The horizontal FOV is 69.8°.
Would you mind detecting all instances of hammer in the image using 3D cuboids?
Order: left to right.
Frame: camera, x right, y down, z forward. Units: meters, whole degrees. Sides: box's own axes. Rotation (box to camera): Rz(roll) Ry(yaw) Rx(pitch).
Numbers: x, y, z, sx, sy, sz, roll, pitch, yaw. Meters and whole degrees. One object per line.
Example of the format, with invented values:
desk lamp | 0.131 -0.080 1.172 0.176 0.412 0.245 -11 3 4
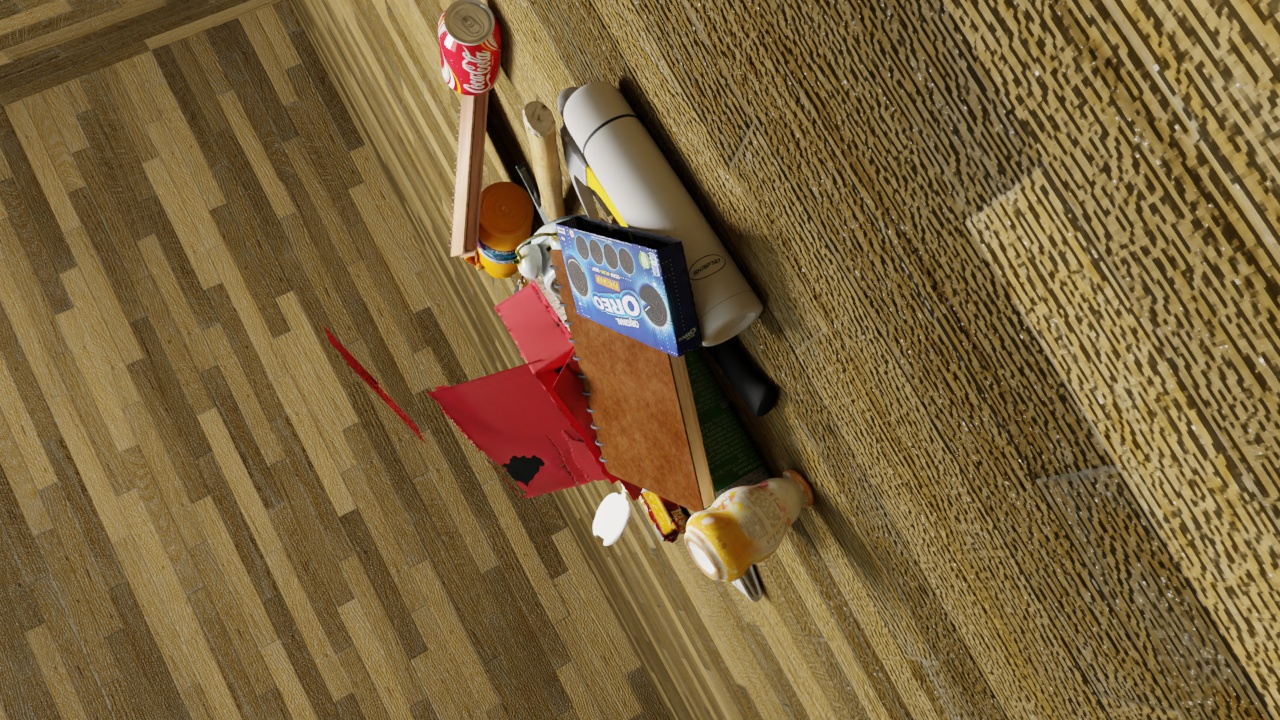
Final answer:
hammer | -0.094 -0.184 0.928 0.331 0.033 0.132 114 131 -82
hammer | 0.018 -0.085 0.791 0.323 0.029 0.127 56 165 22

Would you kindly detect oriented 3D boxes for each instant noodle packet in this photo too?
instant noodle packet | 0.023 0.188 1.271 0.135 0.039 0.099 61 167 14

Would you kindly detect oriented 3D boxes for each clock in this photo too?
clock | -0.073 -0.106 0.908 0.117 0.083 0.057 12 -123 -50

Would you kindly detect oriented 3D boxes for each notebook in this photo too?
notebook | -0.223 -0.240 1.185 0.169 0.022 0.210 -163 77 -72
notebook | -0.010 0.011 0.803 0.168 0.024 0.225 14 122 55

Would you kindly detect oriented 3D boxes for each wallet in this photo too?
wallet | 0.099 0.234 1.089 0.086 0.032 0.116 64 167 -15

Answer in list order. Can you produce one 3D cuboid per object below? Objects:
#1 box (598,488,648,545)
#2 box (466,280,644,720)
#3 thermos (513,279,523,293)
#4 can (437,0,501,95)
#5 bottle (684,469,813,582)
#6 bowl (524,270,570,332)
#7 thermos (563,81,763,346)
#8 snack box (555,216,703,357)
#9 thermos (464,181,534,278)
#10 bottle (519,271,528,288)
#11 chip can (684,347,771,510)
box | -0.022 0.133 1.114 0.083 0.143 0.137 6 126 56
box | -0.062 0.161 0.867 0.215 0.141 0.509 60 -168 -45
thermos | -0.164 -0.082 1.396 0.061 0.061 0.232 61 167 7
can | -0.181 -0.331 0.973 0.064 0.064 0.105 62 167 5
bottle | 0.090 0.131 0.751 0.063 0.109 0.063 49 159 25
bowl | -0.063 -0.062 1.031 0.145 0.063 0.145 51 171 11
thermos | 0.012 -0.116 0.694 0.224 0.052 0.052 59 166 16
snack box | -0.012 -0.059 0.691 0.150 0.027 0.082 24 132 55
thermos | -0.202 -0.177 1.297 0.233 0.091 0.076 133 150 -76
bottle | -0.118 -0.083 1.209 0.157 0.067 0.068 50 161 44
chip can | 0.050 0.054 0.838 0.223 0.075 0.075 61 167 9
